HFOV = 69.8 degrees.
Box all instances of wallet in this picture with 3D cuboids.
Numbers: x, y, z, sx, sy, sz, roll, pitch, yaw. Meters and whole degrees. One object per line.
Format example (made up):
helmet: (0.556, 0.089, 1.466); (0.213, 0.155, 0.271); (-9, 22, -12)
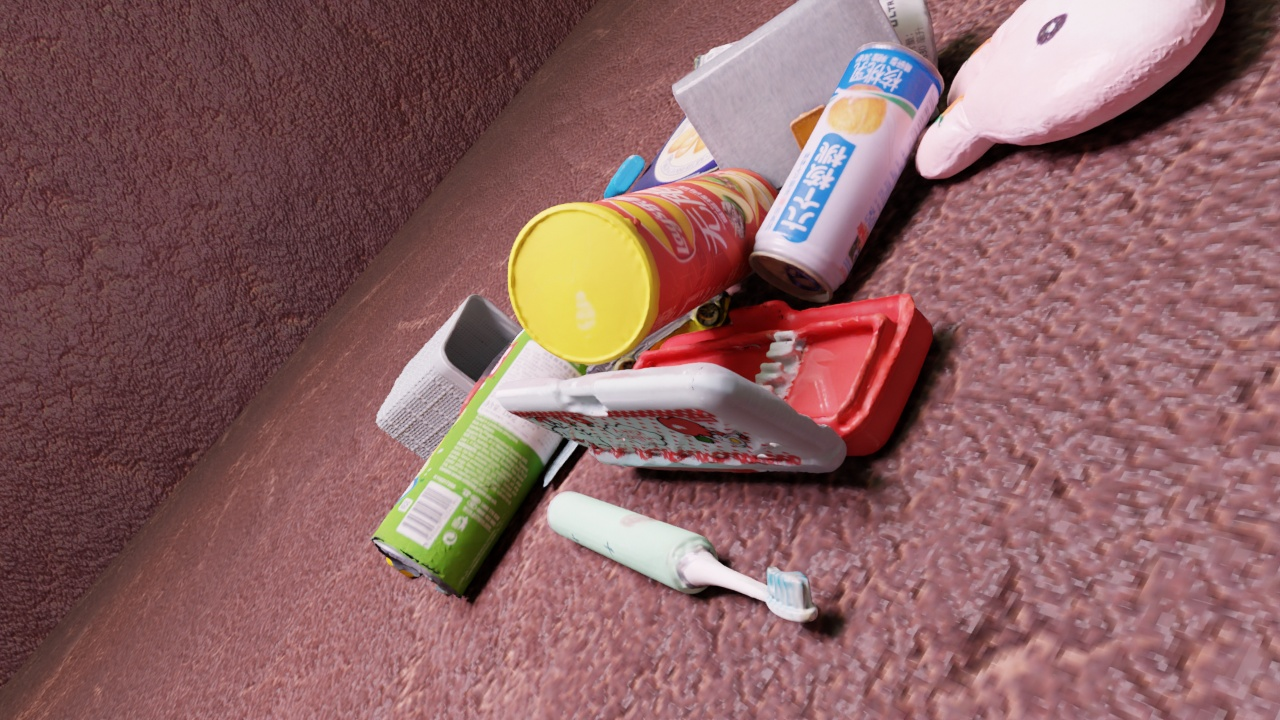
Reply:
wallet: (0.099, -0.155, 0.555); (0.130, 0.106, 0.036); (-28, 16, 25)

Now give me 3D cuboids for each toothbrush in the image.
toothbrush: (0.009, 0.087, 0.421); (0.026, 0.027, 0.225); (-16, 8, -26)

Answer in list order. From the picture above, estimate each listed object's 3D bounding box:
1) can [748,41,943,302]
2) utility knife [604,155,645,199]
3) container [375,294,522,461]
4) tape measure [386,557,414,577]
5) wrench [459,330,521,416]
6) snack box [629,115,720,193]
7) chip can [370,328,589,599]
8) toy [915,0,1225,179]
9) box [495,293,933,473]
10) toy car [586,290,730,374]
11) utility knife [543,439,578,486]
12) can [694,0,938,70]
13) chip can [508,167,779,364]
can: (0.110, -0.100, 0.494); (0.134, 0.053, 0.053); (-61, 23, -9)
utility knife: (-0.023, -0.167, 0.882); (0.034, 0.018, 0.234); (-55, 8, 0)
container: (-0.145, 0.024, 0.744); (0.112, 0.090, 0.089); (-37, 23, 33)
tape measure: (-0.163, 0.129, 0.675); (0.057, 0.029, 0.060); (-48, 21, 0)
wrench: (-0.067, -0.043, 0.727); (0.272, 0.016, 0.056); (-56, -10, -40)
snack box: (0.086, -0.190, 0.728); (0.178, 0.046, 0.182); (-8, 45, 58)
chip can: (-0.084, 0.042, 0.616); (0.072, 0.072, 0.235); (-10, 43, 58)
toy: (0.195, -0.141, 0.435); (0.121, 0.054, 0.160); (-58, 16, -27)
box: (0.023, 0.005, 0.438); (0.202, 0.100, 0.110); (-8, 48, 58)
toy car: (0.014, -0.010, 0.576); (0.105, 0.032, 0.048); (-38, 20, -5)
utility knife: (-0.004, 0.004, 0.615); (0.201, 0.021, 0.031); (-58, 17, -13)
can: (0.112, -0.189, 0.589); (0.147, 0.058, 0.058); (-10, 36, 20)
chip can: (0.017, -0.059, 0.485); (0.073, 0.073, 0.216); (-35, -2, 30)
